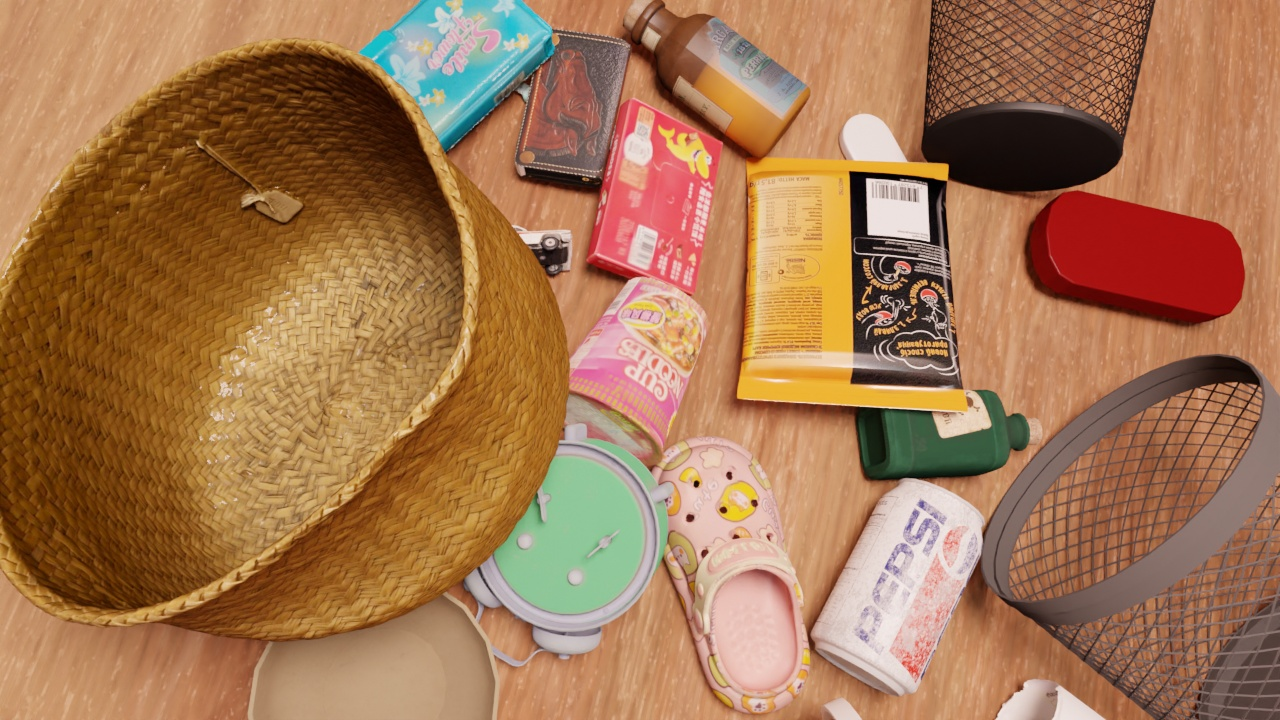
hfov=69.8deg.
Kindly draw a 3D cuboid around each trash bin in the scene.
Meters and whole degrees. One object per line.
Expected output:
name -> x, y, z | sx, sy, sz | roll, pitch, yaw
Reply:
trash bin -> 0.396, 0.152, 0.614 | 0.227, 0.218, 0.217 | 42, 74, -1
trash bin -> 0.072, 0.335, 0.542 | 0.199, 0.195, 0.195 | -22, 80, -3
trash bin -> 0.311, -0.259, 0.723 | 0.184, 0.184, 0.210 | 13, 80, -5

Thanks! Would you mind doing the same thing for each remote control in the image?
remote control -> 0.208, -0.143, 0.758 | 0.043, 0.013, 0.136 | -24, 81, -13

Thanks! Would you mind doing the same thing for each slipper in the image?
slipper -> 0.071, 0.145, 0.633 | 0.093, 0.082, 0.197 | -15, 81, -13

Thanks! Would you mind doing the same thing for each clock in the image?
clock -> -0.055, 0.130, 0.612 | 0.122, 0.075, 0.161 | 33, 94, 8

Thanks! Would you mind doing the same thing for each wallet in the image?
wallet -> -0.052, -0.197, 0.715 | 0.072, 0.019, 0.123 | 9, 74, 4

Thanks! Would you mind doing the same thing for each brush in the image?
brush -> 0.404, -0.082, 0.757 | 0.173, 0.042, 0.082 | 12, 75, -5

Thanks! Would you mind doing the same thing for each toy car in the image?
toy car -> -0.108, -0.086, 0.687 | 0.113, 0.039, 0.039 | -4, 56, -10

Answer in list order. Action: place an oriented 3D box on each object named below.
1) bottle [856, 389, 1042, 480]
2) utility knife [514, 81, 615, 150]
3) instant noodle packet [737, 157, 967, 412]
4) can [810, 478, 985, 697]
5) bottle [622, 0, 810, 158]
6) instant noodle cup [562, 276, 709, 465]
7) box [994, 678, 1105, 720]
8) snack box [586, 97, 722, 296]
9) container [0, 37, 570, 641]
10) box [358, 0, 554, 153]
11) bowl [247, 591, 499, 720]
bottle -> 0.236, 0.055, 0.688 | 0.131, 0.061, 0.061 | -1, 74, -9
utility knife -> -0.056, -0.195, 0.733 | 0.126, 0.015, 0.022 | 29, 74, 3
instant noodle packet -> 0.158, -0.066, 0.697 | 0.160, 0.032, 0.220 | 3, 63, 5
can -> 0.183, 0.158, 0.647 | 0.078, 0.078, 0.136 | 32, 74, 0
bottle -> 0.054, -0.233, 0.730 | 0.157, 0.068, 0.067 | 38, 74, 2
instant noodle cup -> -0.004, 0.004, 0.654 | 0.097, 0.098, 0.108 | 30, 67, 0
box -> 0.272, 0.290, 0.618 | 0.140, 0.084, 0.141 | 39, 62, 3
snack box -> 0.013, -0.124, 0.705 | 0.089, 0.021, 0.132 | 19, 73, -27
container -> -0.195, 0.000, 0.536 | 0.307, 0.196, 0.306 | -6, 69, 15
box -> -0.174, -0.195, 0.691 | 0.094, 0.041, 0.226 | 44, 82, 8
bowl -> -0.168, 0.216, 0.595 | 0.152, 0.050, 0.152 | 2, 76, -8
